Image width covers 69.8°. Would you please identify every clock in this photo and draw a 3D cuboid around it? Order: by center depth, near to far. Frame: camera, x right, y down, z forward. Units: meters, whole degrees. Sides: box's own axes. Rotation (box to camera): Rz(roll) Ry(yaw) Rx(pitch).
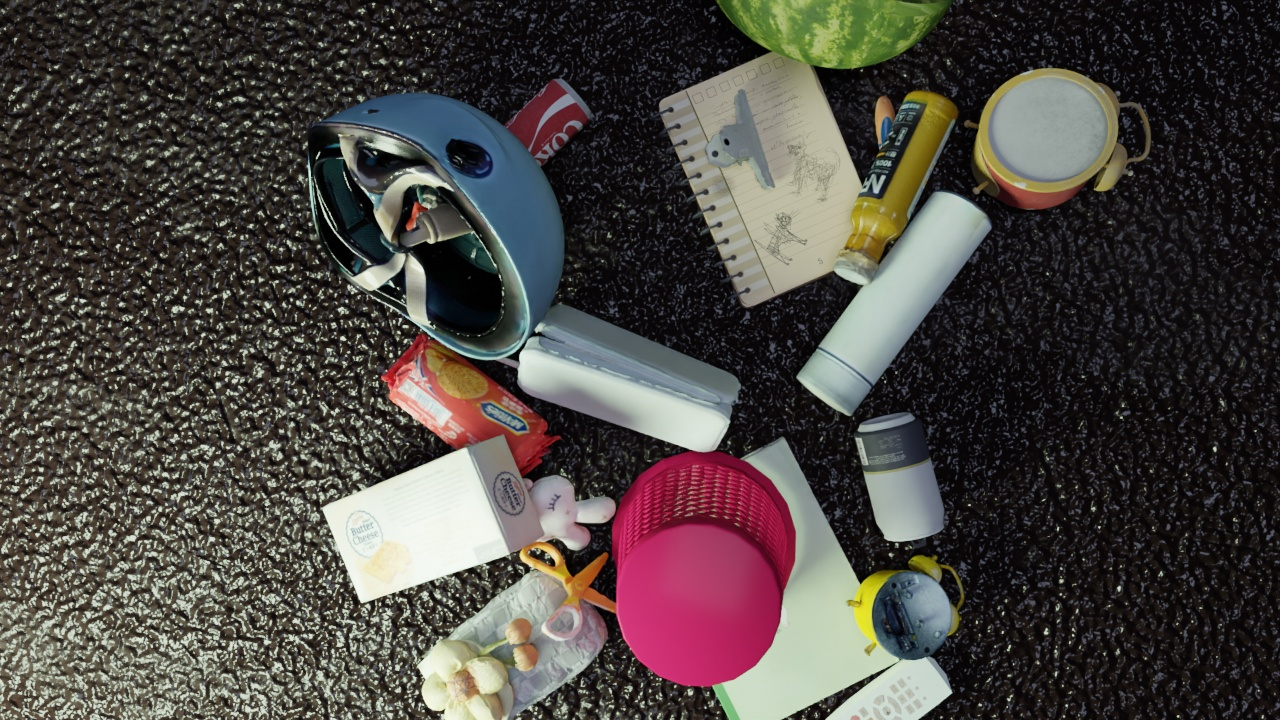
[{"bbox_3d":[0.394,-0.205,0.869,0.159,0.081,0.117,-6,79,12],"label":"clock"},{"bbox_3d":[0.264,0.239,0.890,0.118,0.057,0.083,-21,87,-11],"label":"clock"}]

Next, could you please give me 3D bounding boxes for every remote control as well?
[{"bbox_3d":[0.240,0.347,0.913,0.143,0.024,0.049,-37,89,1],"label":"remote control"}]

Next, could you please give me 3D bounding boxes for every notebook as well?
[{"bbox_3d":[0.127,-0.182,0.911,0.167,0.024,0.225,-23,90,1],"label":"notebook"},{"bbox_3d":[0.122,0.230,0.924,0.182,0.010,0.252,-28,89,3],"label":"notebook"}]

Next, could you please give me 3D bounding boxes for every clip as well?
[{"bbox_3d":[0.093,-0.209,0.885,0.054,0.038,0.101,-18,89,-12],"label":"clip"}]

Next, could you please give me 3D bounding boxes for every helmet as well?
[{"bbox_3d":[0.160,-0.384,0.803,0.212,0.243,0.247,-40,130,-29],"label":"helmet"},{"bbox_3d":[-0.169,-0.132,0.835,0.265,0.226,0.166,41,55,11],"label":"helmet"}]

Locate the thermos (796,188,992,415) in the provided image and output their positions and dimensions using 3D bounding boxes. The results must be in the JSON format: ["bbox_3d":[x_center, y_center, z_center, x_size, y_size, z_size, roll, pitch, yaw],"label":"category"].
[{"bbox_3d":[0.243,-0.055,0.887,0.068,0.068,0.230,37,93,1],"label":"thermos"}]

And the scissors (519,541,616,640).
[{"bbox_3d":[-0.063,0.220,0.872,0.125,0.128,0.011,31,128,-18],"label":"scissors"}]

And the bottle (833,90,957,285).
[{"bbox_3d":[0.239,-0.163,0.874,0.053,0.053,0.186,26,87,2],"label":"bottle"}]

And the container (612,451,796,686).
[{"bbox_3d":[0.053,0.185,0.808,0.183,0.225,0.183,0,91,5],"label":"container"}]

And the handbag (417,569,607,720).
[{"bbox_3d":[-0.122,0.281,0.879,0.171,0.123,0.112,-38,78,-1],"label":"handbag"}]

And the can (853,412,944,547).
[{"bbox_3d":[0.253,0.118,0.889,0.064,0.064,0.127,-15,90,2],"label":"can"}]

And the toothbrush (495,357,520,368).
[{"bbox_3d":[-0.104,0.011,0.927,0.181,0.018,0.015,19,92,1],"label":"toothbrush"}]

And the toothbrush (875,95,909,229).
[{"bbox_3d":[0.251,-0.196,0.911,0.021,0.017,0.135,-9,88,-1],"label":"toothbrush"}]

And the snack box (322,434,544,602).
[{"bbox_3d":[-0.200,0.152,0.871,0.208,0.057,0.104,-24,88,30],"label":"snack box"}]

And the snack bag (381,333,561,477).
[{"bbox_3d":[-0.170,0.051,0.904,0.176,0.082,0.082,37,92,1],"label":"snack bag"}]

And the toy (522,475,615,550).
[{"bbox_3d":[-0.089,0.147,0.891,0.125,0.037,0.076,25,109,-27],"label":"toy"}]

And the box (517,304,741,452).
[{"bbox_3d":[-0.002,-0.002,0.888,0.216,0.108,0.109,19,64,-2],"label":"box"}]

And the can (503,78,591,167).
[{"bbox_3d":[-0.099,-0.228,0.905,0.096,0.054,0.054,-43,89,2],"label":"can"}]
